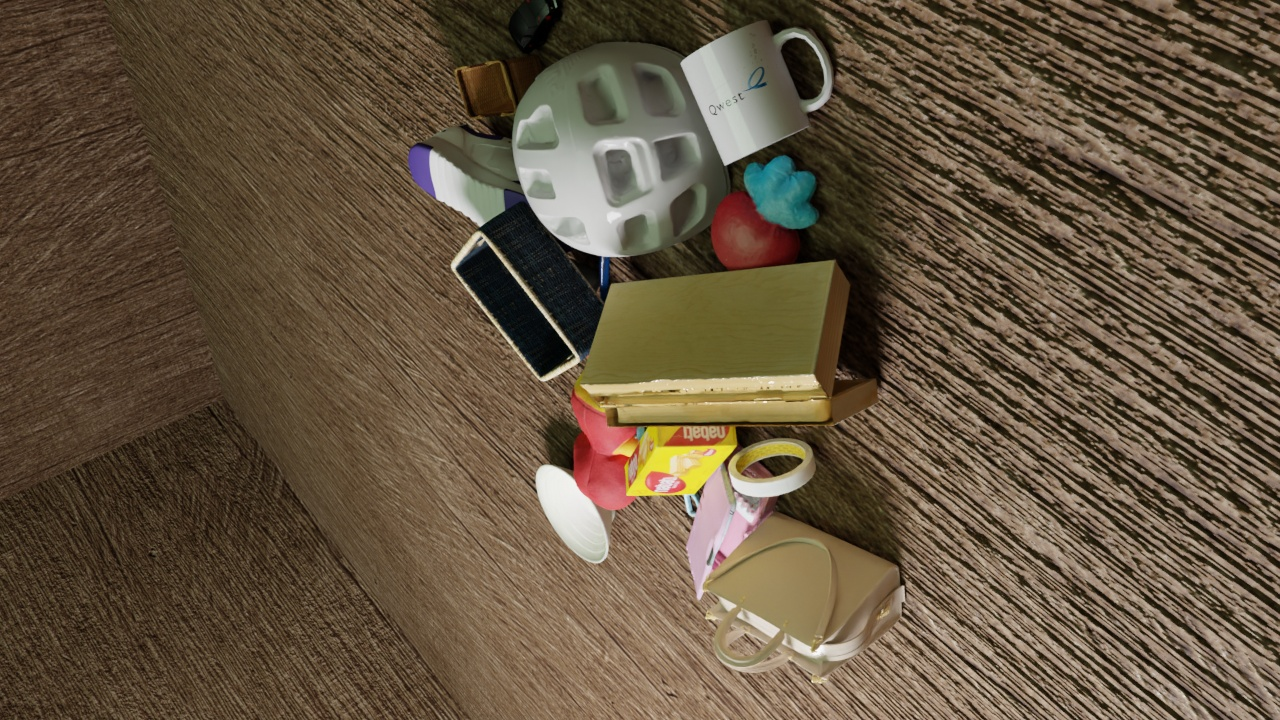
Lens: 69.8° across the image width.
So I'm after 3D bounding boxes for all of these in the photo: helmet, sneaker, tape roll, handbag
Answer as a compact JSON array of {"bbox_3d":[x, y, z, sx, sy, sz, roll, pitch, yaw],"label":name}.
[{"bbox_3d":[-0.041,-0.223,0.989,0.282,0.183,0.224,-137,34,-61],"label":"helmet"},{"bbox_3d":[-0.166,-0.223,1.167,0.244,0.110,0.092,30,139,7],"label":"sneaker"},{"bbox_3d":[0.144,0.116,1.005,0.094,0.093,0.019,10,124,50],"label":"tape roll"},{"bbox_3d":[0.158,0.273,1.014,0.195,0.197,0.101,19,130,46],"label":"handbag"}]

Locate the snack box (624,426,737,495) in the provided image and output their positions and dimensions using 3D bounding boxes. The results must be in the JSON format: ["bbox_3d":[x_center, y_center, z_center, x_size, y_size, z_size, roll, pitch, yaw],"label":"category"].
[{"bbox_3d":[0.042,0.116,1.098,0.201,0.092,0.042,116,152,-64],"label":"snack box"}]

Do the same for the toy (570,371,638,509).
[{"bbox_3d":[-0.043,0.112,1.262,0.147,0.098,0.217,38,137,43],"label":"toy"}]

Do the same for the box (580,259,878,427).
[{"bbox_3d":[0.083,0.008,0.898,0.249,0.141,0.179,-3,128,34],"label":"box"}]

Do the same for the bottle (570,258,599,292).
[{"bbox_3d":[-0.110,-0.107,1.178,0.108,0.060,0.060,26,140,8],"label":"bottle"}]

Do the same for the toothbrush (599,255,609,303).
[{"bbox_3d":[-0.043,-0.079,1.180,0.017,0.016,0.190,29,137,29],"label":"toothbrush"}]

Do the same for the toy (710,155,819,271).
[{"bbox_3d":[0.119,-0.134,0.878,0.092,0.062,0.133,34,125,4],"label":"toy"}]

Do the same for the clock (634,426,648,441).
[{"bbox_3d":[0.040,0.083,1.135,0.123,0.087,0.042,-38,55,56],"label":"clock"}]

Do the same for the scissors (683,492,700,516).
[{"bbox_3d":[0.060,0.162,1.231,0.109,0.018,0.131,46,145,13],"label":"scissors"}]

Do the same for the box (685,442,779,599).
[{"bbox_3d":[0.097,0.211,1.159,0.099,0.080,0.233,42,144,24],"label":"box"}]

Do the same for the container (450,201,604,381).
[{"bbox_3d":[-0.127,-0.078,1.087,0.187,0.071,0.146,52,153,-6],"label":"container"}]

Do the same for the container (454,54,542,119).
[{"bbox_3d":[-0.164,-0.331,1.102,0.114,0.061,0.063,13,125,49],"label":"container"}]

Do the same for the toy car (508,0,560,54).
[{"bbox_3d":[-0.122,-0.382,1.027,0.042,0.036,0.092,59,148,1],"label":"toy car"}]

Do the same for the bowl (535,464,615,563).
[{"bbox_3d":[-0.089,0.228,1.446,0.177,0.057,0.177,34,140,35],"label":"bowl"}]

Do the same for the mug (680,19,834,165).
[{"bbox_3d":[0.108,-0.240,0.799,0.120,0.082,0.096,-20,99,28],"label":"mug"}]
